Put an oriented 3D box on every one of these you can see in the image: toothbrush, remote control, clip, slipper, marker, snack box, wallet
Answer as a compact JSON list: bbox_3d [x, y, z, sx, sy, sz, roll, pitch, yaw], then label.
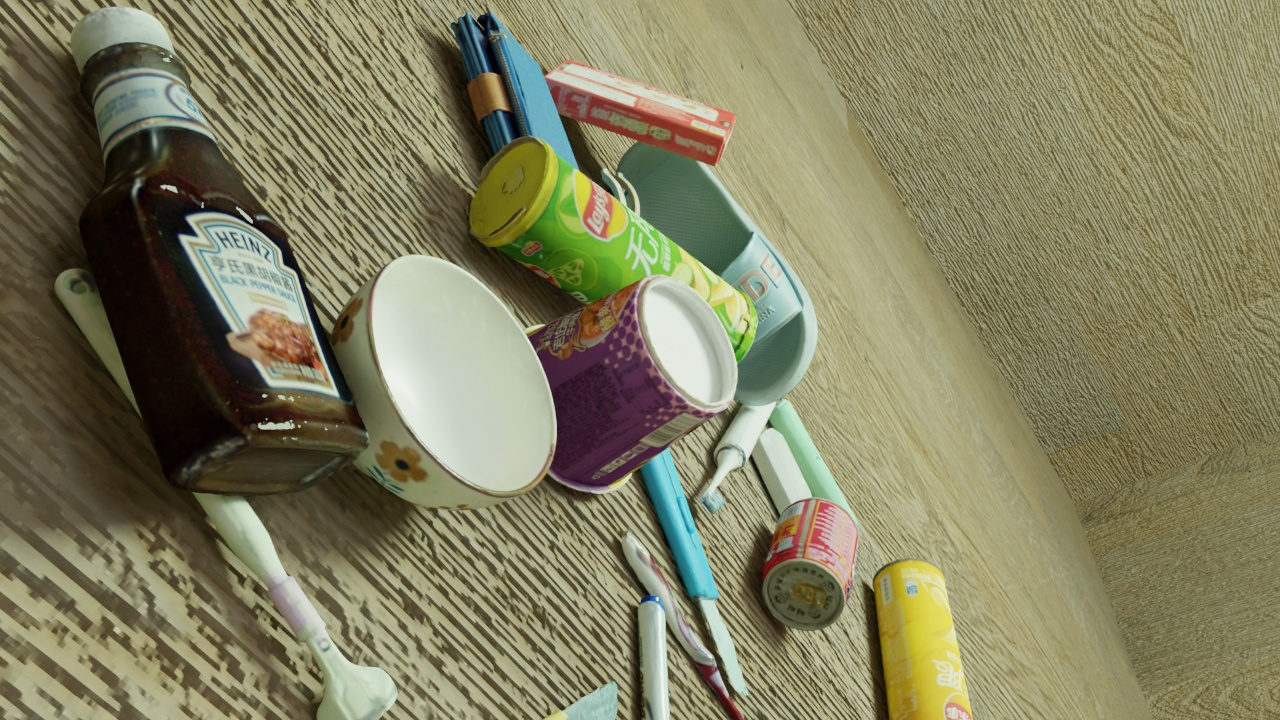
[{"bbox_3d":[-0.147,0.050,0.322,0.029,0.020,0.189,-35,97,-32],"label":"toothbrush"},{"bbox_3d":[0.132,0.119,0.795,0.125,0.024,0.049,65,25,3],"label":"remote control"},{"bbox_3d":[0.078,0.067,0.736,0.026,0.027,0.220,44,25,1],"label":"toothbrush"},{"bbox_3d":[-0.028,-0.090,0.700,0.034,0.081,0.104,-13,95,-66],"label":"clip"},{"bbox_3d":[0.143,0.070,0.863,0.027,0.027,0.224,-37,100,-43],"label":"toothbrush"},{"bbox_3d":[0.059,-0.077,0.756,0.245,0.104,0.074,58,19,0],"label":"slipper"},{"bbox_3d":[0.040,0.180,0.560,0.187,0.017,0.016,59,24,-10],"label":"toothbrush"},{"bbox_3d":[0.008,0.193,0.486,0.017,0.017,0.145,42,32,-38],"label":"marker"},{"bbox_3d":[-0.001,-0.202,0.743,0.153,0.026,0.075,19,31,2],"label":"snack box"},{"bbox_3d":[-0.081,-0.168,0.647,0.106,0.040,0.133,21,47,-68],"label":"wallet"}]

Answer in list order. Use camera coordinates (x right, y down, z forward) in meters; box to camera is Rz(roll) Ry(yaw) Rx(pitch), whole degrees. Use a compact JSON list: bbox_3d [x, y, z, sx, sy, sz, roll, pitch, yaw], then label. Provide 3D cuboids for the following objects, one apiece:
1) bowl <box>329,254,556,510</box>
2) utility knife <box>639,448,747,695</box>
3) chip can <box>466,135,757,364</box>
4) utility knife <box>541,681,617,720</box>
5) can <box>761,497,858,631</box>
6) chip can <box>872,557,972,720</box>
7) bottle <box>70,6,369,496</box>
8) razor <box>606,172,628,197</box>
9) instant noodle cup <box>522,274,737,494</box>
[{"bbox_3d":[-0.096,0.017,0.403,0.113,0.062,0.113,46,28,-35],"label":"bowl"},{"bbox_3d":[0.030,0.119,0.602,0.034,0.018,0.206,2,65,-63],"label":"utility knife"},{"bbox_3d":[-0.009,-0.059,0.612,0.221,0.073,0.072,31,39,-39],"label":"chip can"},{"bbox_3d":[-0.057,0.173,0.387,0.194,0.020,0.031,6,66,-67],"label":"utility knife"},{"bbox_3d":[0.130,0.155,0.702,0.066,0.067,0.093,59,24,-9],"label":"can"},{"bbox_3d":[0.249,0.276,0.811,0.072,0.072,0.212,51,26,-25],"label":"chip can"},{"bbox_3d":[-0.163,-0.045,0.335,0.194,0.044,0.079,62,14,17],"label":"bottle"},{"bbox_3d":[-0.004,-0.074,0.725,0.022,0.043,0.142,-17,83,-23],"label":"razor"},{"bbox_3d":[-0.007,0.008,0.524,0.111,0.099,0.111,32,41,-34],"label":"instant noodle cup"}]
